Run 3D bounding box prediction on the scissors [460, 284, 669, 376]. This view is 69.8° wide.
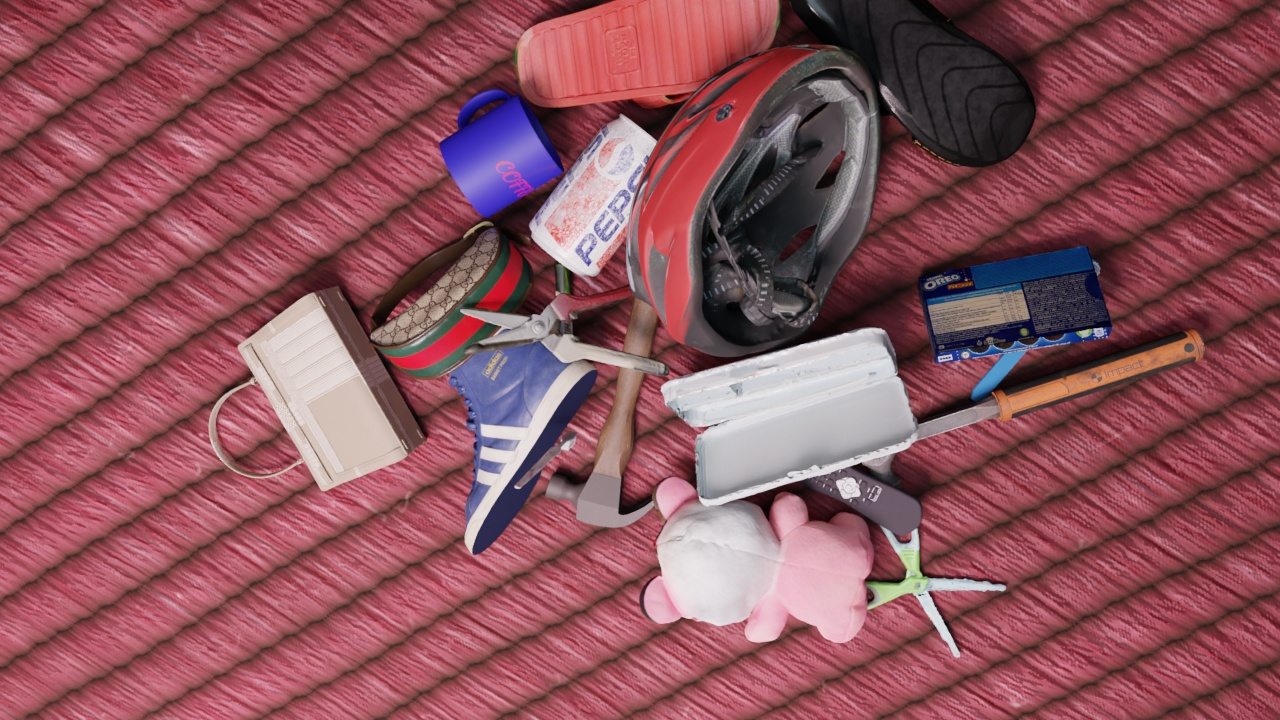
[{"bbox_3d":[-0.052,-0.029,0.812,0.179,0.015,0.187,43,67,-14],"label":"scissors"}]

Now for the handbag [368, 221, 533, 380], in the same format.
[{"bbox_3d":[-0.175,-0.064,0.837,0.166,0.138,0.063,-46,133,-8],"label":"handbag"}]

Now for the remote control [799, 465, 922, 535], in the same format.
[{"bbox_3d":[0.206,0.124,0.868,0.124,0.009,0.047,28,123,18],"label":"remote control"}]

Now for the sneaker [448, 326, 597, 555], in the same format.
[{"bbox_3d":[-0.147,0.065,0.874,0.118,0.091,0.234,38,116,13],"label":"sneaker"}]

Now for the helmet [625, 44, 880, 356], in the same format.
[{"bbox_3d":[0.096,-0.136,0.772,0.167,0.217,0.272,35,101,41],"label":"helmet"}]

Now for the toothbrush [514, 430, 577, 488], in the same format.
[{"bbox_3d":[-0.080,0.088,0.795,0.010,0.181,0.010,13,101,8],"label":"toothbrush"}]

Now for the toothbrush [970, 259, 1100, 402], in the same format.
[{"bbox_3d":[0.368,-0.026,0.857,0.016,0.014,0.167,37,100,-2],"label":"toothbrush"}]

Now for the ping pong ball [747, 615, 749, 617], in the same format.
[{"bbox_3d":[0.115,0.234,0.902,0.040,0.040,0.040,1,98,4],"label":"ping pong ball"}]

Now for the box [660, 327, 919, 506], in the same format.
[{"bbox_3d":[0.136,0.063,0.813,0.216,0.106,0.124,-16,68,21],"label":"box"}]

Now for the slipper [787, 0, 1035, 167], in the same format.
[{"bbox_3d":[0.232,-0.263,0.801,0.267,0.075,0.113,32,95,-17],"label":"slipper"}]

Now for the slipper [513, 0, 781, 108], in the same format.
[{"bbox_3d":[0.008,-0.281,0.825,0.249,0.059,0.103,-7,99,21],"label":"slipper"}]

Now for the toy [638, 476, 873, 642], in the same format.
[{"bbox_3d":[0.109,0.187,0.850,0.213,0.084,0.141,12,74,-4],"label":"toy"}]

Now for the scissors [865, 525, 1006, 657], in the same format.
[{"bbox_3d":[0.271,0.214,0.900,0.171,0.023,0.167,-2,93,3],"label":"scissors"}]

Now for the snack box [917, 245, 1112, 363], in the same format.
[{"bbox_3d":[0.333,-0.050,0.826,0.150,0.027,0.082,-9,66,11],"label":"snack box"}]

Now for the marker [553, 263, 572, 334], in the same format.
[{"bbox_3d":[-0.073,-0.022,0.889,0.017,0.017,0.146,-1,99,4],"label":"marker"}]

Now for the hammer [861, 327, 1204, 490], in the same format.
[{"bbox_3d":[0.349,0.023,0.848,0.315,0.035,0.138,-19,97,10],"label":"hammer"}]

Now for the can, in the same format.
[{"bbox_3d":[-0.034,-0.149,0.836,0.078,0.078,0.136,38,99,-2],"label":"can"}]

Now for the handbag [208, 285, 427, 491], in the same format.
[{"bbox_3d":[-0.342,0.051,0.906,0.198,0.062,0.175,-27,97,14],"label":"handbag"}]

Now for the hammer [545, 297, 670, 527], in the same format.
[{"bbox_3d":[-0.005,0.005,0.882,0.115,0.033,0.323,13,99,4],"label":"hammer"}]

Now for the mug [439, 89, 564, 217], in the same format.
[{"bbox_3d":[-0.132,-0.199,0.843,0.083,0.079,0.111,-29,67,8],"label":"mug"}]
